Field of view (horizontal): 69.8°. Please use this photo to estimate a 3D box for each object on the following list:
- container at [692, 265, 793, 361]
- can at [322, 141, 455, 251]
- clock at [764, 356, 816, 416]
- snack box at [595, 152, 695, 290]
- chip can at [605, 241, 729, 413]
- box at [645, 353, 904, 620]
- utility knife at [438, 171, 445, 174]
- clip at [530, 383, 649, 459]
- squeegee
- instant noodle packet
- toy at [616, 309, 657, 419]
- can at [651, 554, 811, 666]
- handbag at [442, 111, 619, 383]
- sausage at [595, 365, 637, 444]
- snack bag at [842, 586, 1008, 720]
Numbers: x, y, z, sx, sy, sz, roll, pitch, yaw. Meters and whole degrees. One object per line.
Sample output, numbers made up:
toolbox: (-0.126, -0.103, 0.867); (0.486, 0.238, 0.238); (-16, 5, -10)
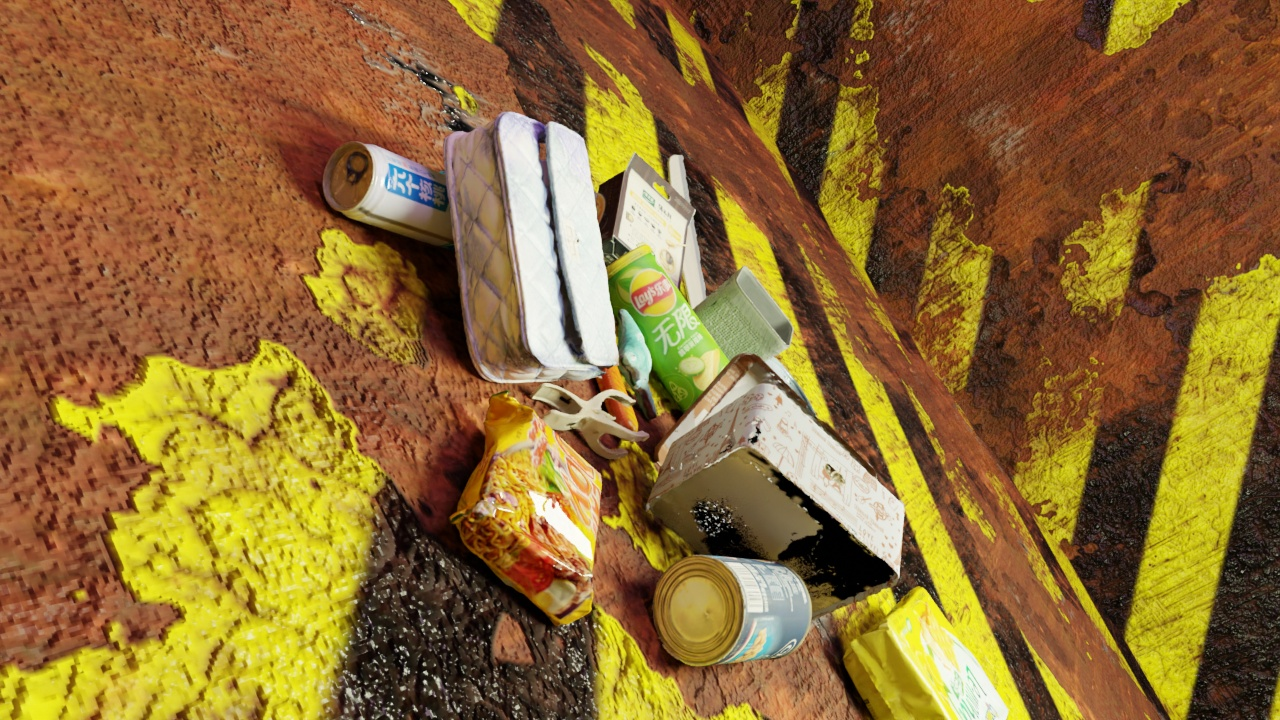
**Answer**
container: (0.090, -0.027, 0.986); (0.090, 0.114, 0.090); (51, 21, -6)
can: (-0.165, -0.117, 0.676); (0.134, 0.053, 0.053); (13, 45, -60)
clock: (0.150, 0.060, 1.054); (0.117, 0.060, 0.158); (49, 20, -14)
snack box: (0.003, -0.147, 1.030); (0.113, 0.053, 0.125); (38, 45, -35)
chip can: (0.040, -0.009, 0.913); (0.221, 0.073, 0.072); (54, 21, 4)
box: (0.121, 0.098, 0.785); (0.182, 0.153, 0.177); (42, 41, -13)
utility knife: (-0.163, -0.157, 0.799); (0.029, 0.013, 0.207); (52, 21, -3)
clip: (-0.043, 0.035, 0.727); (0.104, 0.035, 0.083); (31, 32, -29)
squeegee: (-0.020, -0.172, 1.094); (0.246, 0.039, 0.246); (15, 61, -49)
instant noodle packet: (-0.065, 0.090, 0.579); (0.111, 0.044, 0.128); (49, 20, -23)
toy: (-0.005, 0.005, 0.850); (0.091, 0.030, 0.096); (-73, 142, -74)
can: (0.067, 0.181, 0.666); (0.111, 0.075, 0.075); (21, 38, -53)
handbag: (-0.075, -0.080, 0.689); (0.134, 0.076, 0.194); (-1, 82, -64)
sausage: (-0.031, 0.006, 0.808); (0.021, 0.021, 0.165); (29, 32, -47)
snack bag: (0.283, 0.320, 0.910); (0.158, 0.068, 0.246); (59, 22, 18)
